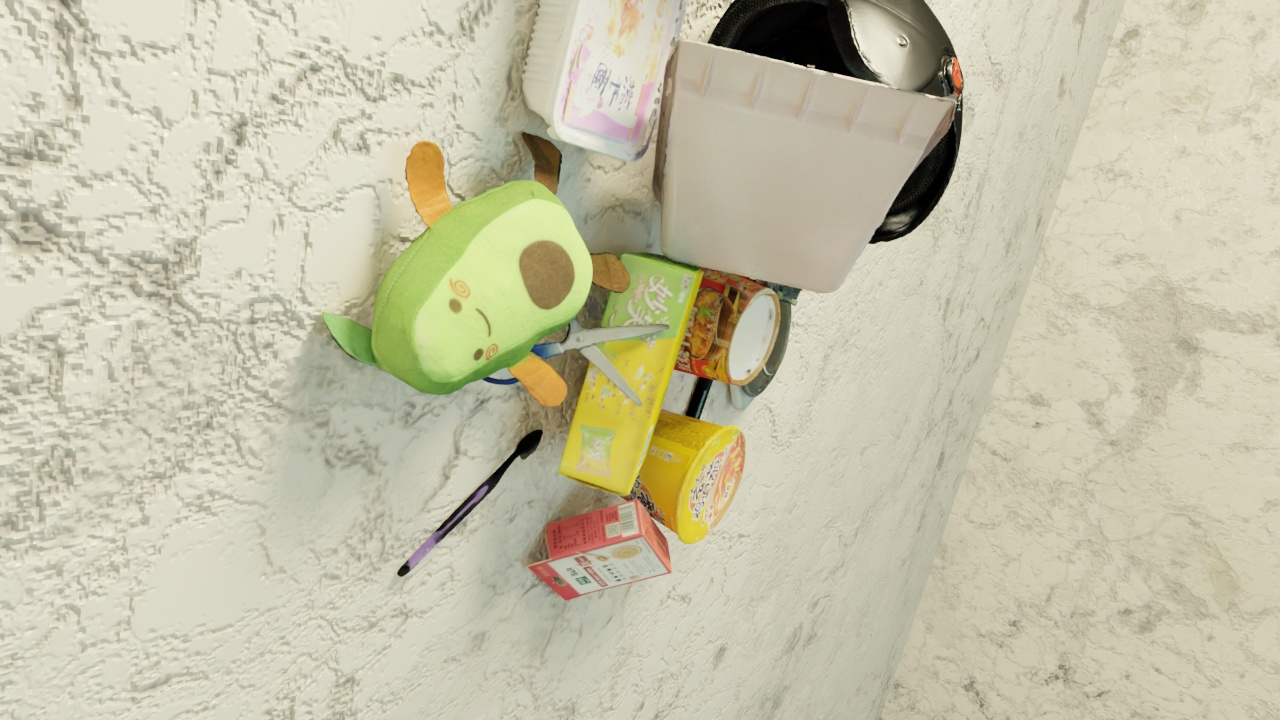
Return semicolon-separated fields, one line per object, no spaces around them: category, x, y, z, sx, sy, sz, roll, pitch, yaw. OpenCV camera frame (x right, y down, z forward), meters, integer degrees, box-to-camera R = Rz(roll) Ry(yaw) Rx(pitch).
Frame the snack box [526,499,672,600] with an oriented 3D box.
snack box;-0.043;0.203;0.975;0.113;0.127;0.044;62;15;-53

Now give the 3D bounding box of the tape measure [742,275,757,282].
tape measure;0.112;-0.072;1.070;0.039;0.057;0.058;-45;124;-36

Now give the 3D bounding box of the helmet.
helmet;0.192;-0.255;0.892;0.274;0.234;0.229;48;52;-17

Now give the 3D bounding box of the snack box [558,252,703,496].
snack box;-0.005;0.005;0.866;0.157;0.070;0.210;-47;154;-81

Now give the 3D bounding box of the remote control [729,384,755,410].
remote control;0.132;0.003;1.184;0.055;0.020;0.136;-47;142;-34

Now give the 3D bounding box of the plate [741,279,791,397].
plate;0.166;-0.039;1.177;0.179;0.024;0.180;-37;133;-57

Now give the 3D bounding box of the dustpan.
dustpan;0.114;-0.173;0.812;0.138;0.222;0.274;-78;-176;-46

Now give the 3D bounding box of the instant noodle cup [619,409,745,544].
instant noodle cup;0.036;0.120;1.021;0.137;0.110;0.138;-35;135;-43

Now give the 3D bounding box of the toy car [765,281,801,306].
toy car;0.172;-0.098;1.094;0.054;0.037;0.120;-67;161;8

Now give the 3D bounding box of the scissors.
scissors;-0.065;-0.022;0.771;0.162;0.176;0.012;-29;-173;-2

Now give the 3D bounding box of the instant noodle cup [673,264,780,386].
instant noodle cup;0.079;-0.041;0.988;0.137;0.109;0.138;-36;137;-43

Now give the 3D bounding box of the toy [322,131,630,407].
toy;-0.105;-0.061;0.681;0.246;0.090;0.227;-46;119;-35

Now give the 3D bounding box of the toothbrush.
toothbrush;-0.150;0.127;0.828;0.188;0.014;0.017;-46;155;-32

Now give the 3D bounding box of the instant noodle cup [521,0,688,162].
instant noodle cup;-0.031;-0.255;0.725;0.137;0.060;0.173;-2;112;-58

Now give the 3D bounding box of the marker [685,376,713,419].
marker;0.066;0.065;1.120;0.020;0.022;0.132;19;94;-17
